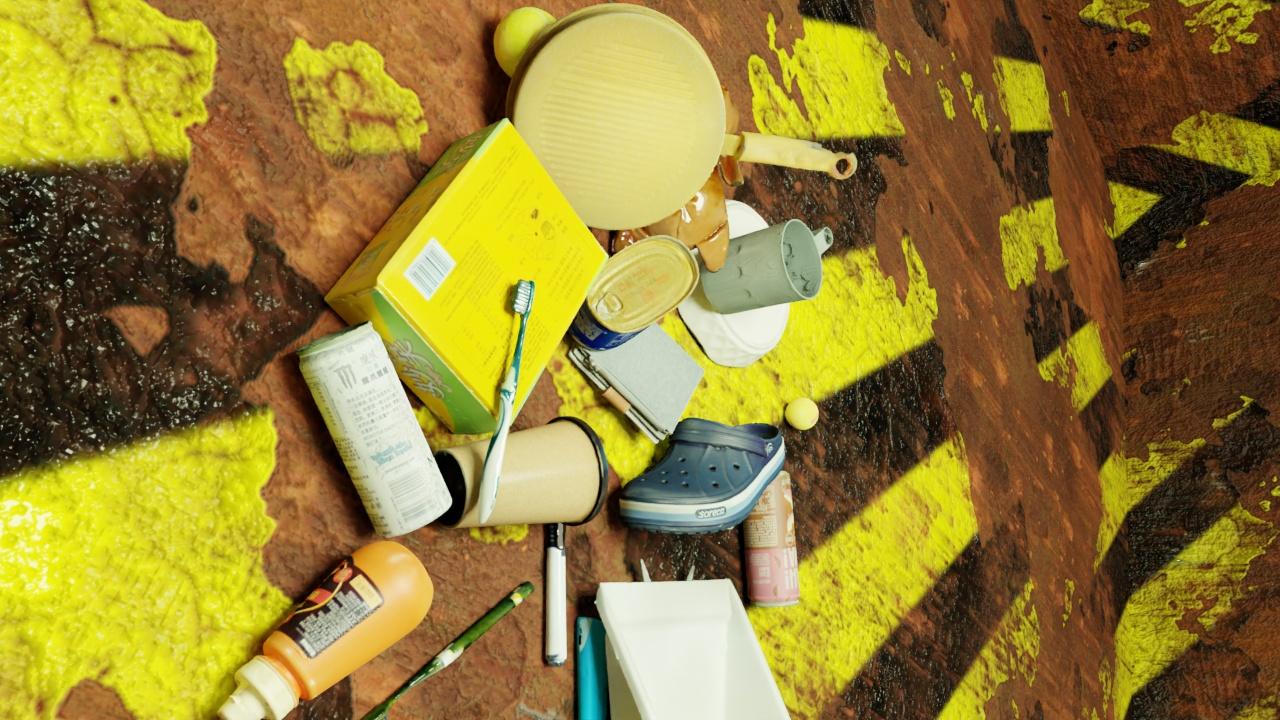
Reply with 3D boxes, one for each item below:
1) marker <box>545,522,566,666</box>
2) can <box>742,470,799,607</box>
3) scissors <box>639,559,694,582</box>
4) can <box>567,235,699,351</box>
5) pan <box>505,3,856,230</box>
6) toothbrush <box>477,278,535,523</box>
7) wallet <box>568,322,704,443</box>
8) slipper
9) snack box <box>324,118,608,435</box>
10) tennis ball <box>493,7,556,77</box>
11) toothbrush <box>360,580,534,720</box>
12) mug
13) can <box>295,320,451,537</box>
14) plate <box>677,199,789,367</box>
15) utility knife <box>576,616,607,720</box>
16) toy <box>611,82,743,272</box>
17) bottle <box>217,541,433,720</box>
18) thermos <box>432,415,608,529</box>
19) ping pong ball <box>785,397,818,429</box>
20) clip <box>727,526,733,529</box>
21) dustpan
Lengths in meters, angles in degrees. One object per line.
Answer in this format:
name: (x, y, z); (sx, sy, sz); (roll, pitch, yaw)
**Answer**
marker: (-0.072, 0.195, 0.789); (0.018, 0.023, 0.130); (4, 76, -24)
can: (0.144, 0.199, 1.029); (0.057, 0.058, 0.147); (7, 76, -50)
scissors: (0.023, 0.310, 0.881); (0.220, 0.022, 0.232); (-51, 122, -45)
can: (-0.008, -0.065, 0.868); (0.074, 0.049, 0.147); (53, 49, -1)
pan: (0.053, -0.208, 0.856); (0.357, 0.078, 0.198); (9, 116, -15)
toothbrush: (-0.102, 0.026, 0.683); (0.018, 0.016, 0.191); (22, 68, -35)
wallet: (-0.005, 0.005, 0.900); (0.129, 0.037, 0.106); (45, 51, -18)
slipper: (0.075, 0.100, 0.925); (0.252, 0.105, 0.095); (-21, 106, -54)
snack box: (-0.128, -0.068, 0.740); (0.158, 0.070, 0.209); (52, 45, -30)
tennis ball: (-0.100, -0.285, 0.830); (0.065, 0.066, 0.065); (15, 70, -49)
toothbrush: (-0.142, 0.225, 0.703); (0.185, 0.012, 0.017); (-33, 114, -50)
mug: (0.137, -0.104, 0.980); (0.123, 0.104, 0.084); (-39, 111, -49)
can: (-0.187, 0.049, 0.649); (0.058, 0.058, 0.147); (-35, 109, -49)
plate: (0.112, -0.095, 1.069); (0.204, 0.046, 0.204); (14, 71, -48)
utility knife: (-0.043, 0.337, 0.793); (0.034, 0.018, 0.223); (18, 67, -50)
toy: (0.040, -0.192, 0.958); (0.130, 0.140, 0.199); (97, -3, -74)
bottle: (-0.206, 0.182, 0.597); (0.149, 0.067, 0.067); (-39, 112, -40)
thermos: (-0.095, 0.095, 0.737); (0.143, 0.093, 0.093); (-4, 84, -43)
ping pong ball: (0.201, 0.066, 1.145); (0.040, 0.040, 0.040); (15, 70, -49)
clip: (0.091, 0.156, 1.003); (0.025, 0.036, 0.058); (18, 68, -51)
dustpan: (0.081, 0.331, 0.819); (0.222, 0.143, 0.257); (15, 72, -51)
